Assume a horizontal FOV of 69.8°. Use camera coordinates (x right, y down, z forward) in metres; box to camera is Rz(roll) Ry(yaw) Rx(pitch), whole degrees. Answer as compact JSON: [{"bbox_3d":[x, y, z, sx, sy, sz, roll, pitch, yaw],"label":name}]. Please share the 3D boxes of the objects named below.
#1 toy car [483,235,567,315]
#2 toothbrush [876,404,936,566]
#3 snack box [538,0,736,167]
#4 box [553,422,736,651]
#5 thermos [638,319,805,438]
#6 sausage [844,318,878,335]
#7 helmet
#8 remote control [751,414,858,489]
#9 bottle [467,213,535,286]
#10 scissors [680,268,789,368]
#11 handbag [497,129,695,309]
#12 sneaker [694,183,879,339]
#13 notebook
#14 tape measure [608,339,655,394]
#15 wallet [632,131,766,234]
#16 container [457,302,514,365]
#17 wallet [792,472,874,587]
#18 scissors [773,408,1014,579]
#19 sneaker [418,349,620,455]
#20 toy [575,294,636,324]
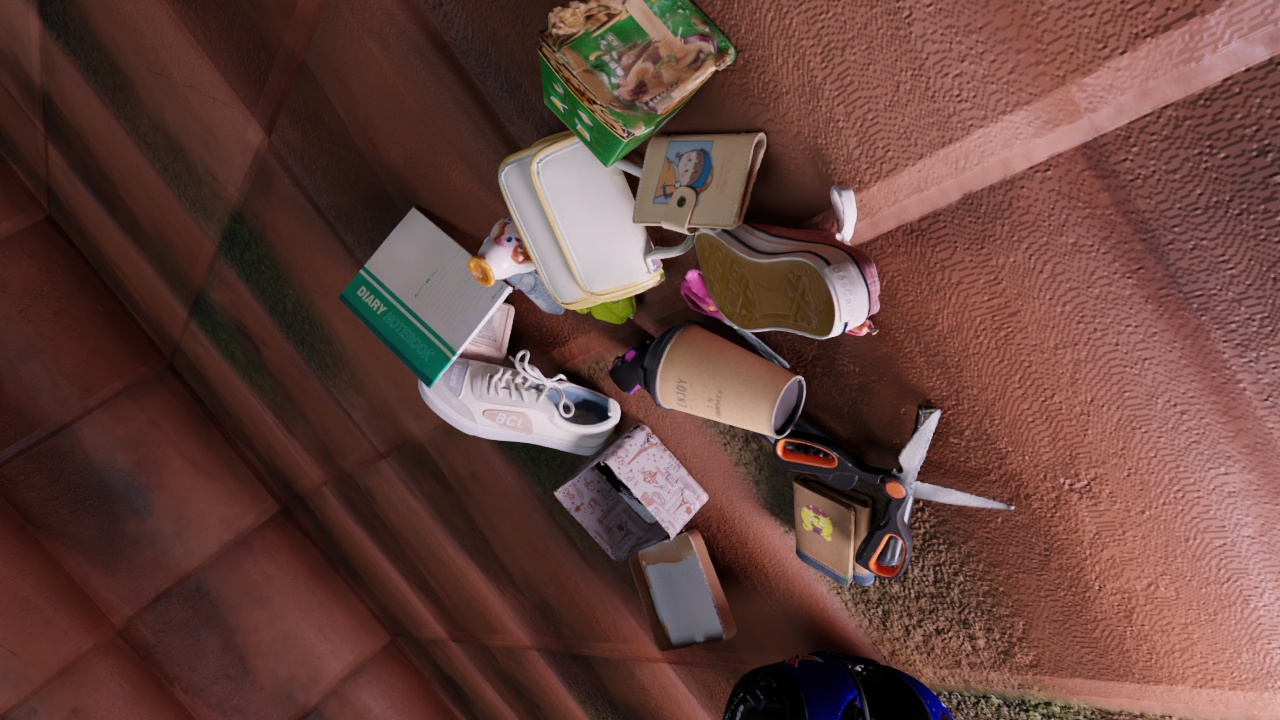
[{"bbox_3d":[-0.127,-0.099,1.035,0.120,0.036,0.054,44,147,2],"label":"toy car"},{"bbox_3d":[0.241,0.116,0.835,0.027,0.026,0.213,2,133,5],"label":"toothbrush"},{"bbox_3d":[-0.013,-0.221,0.720,0.117,0.118,0.106,47,160,3],"label":"snack box"},{"bbox_3d":[0.017,0.226,1.130,0.259,0.110,0.179,49,147,0],"label":"box"},{"bbox_3d":[0.078,0.021,0.866,0.143,0.092,0.093,23,139,32],"label":"thermos"},{"bbox_3d":[0.135,-0.048,0.795,0.156,0.020,0.020,21,138,36],"label":"sausage"},{"bbox_3d":[0.226,0.432,0.975,0.240,0.246,0.316,3,152,-8],"label":"helmet"},{"bbox_3d":[0.155,0.075,0.893,0.136,0.024,0.053,35,144,20],"label":"remote control"},{"bbox_3d":[-0.128,-0.119,0.946,0.063,0.108,0.063,31,145,25],"label":"bottle"},{"bbox_3d":[0.088,-0.032,0.873,0.137,0.017,0.073,45,158,-5],"label":"scissors"},{"bbox_3d":[-0.035,-0.136,0.855,0.179,0.063,0.163,-9,113,37],"label":"handbag"},{"bbox_3d":[0.122,-0.073,0.726,0.241,0.087,0.118,26,134,66],"label":"sneaker"},{"bbox_3d":[-0.260,-0.079,1.090,0.209,0.150,0.012,38,179,32],"label":"notebook"},{"bbox_3d":[-0.006,0.006,0.980,0.039,0.057,0.057,47,150,4],"label":"tape measure"},{"bbox_3d":[0.044,-0.145,0.754,0.115,0.087,0.024,12,172,42],"label":"wallet"},{"bbox_3d":[-0.214,-0.024,1.144,0.090,0.089,0.111,18,149,-18],"label":"container"},{"bbox_3d":[0.198,0.174,0.941,0.090,0.033,0.115,22,135,36],"label":"wallet"},{"bbox_3d":[0.217,0.114,0.822,0.221,0.021,0.235,24,137,30],"label":"scissors"},{"bbox_3d":[-0.138,0.044,1.076,0.242,0.089,0.091,18,143,-17],"label":"sneaker"},{"bbox_3d":[-0.043,-0.073,0.964,0.100,0.031,0.097,42,140,14],"label":"toy"}]
